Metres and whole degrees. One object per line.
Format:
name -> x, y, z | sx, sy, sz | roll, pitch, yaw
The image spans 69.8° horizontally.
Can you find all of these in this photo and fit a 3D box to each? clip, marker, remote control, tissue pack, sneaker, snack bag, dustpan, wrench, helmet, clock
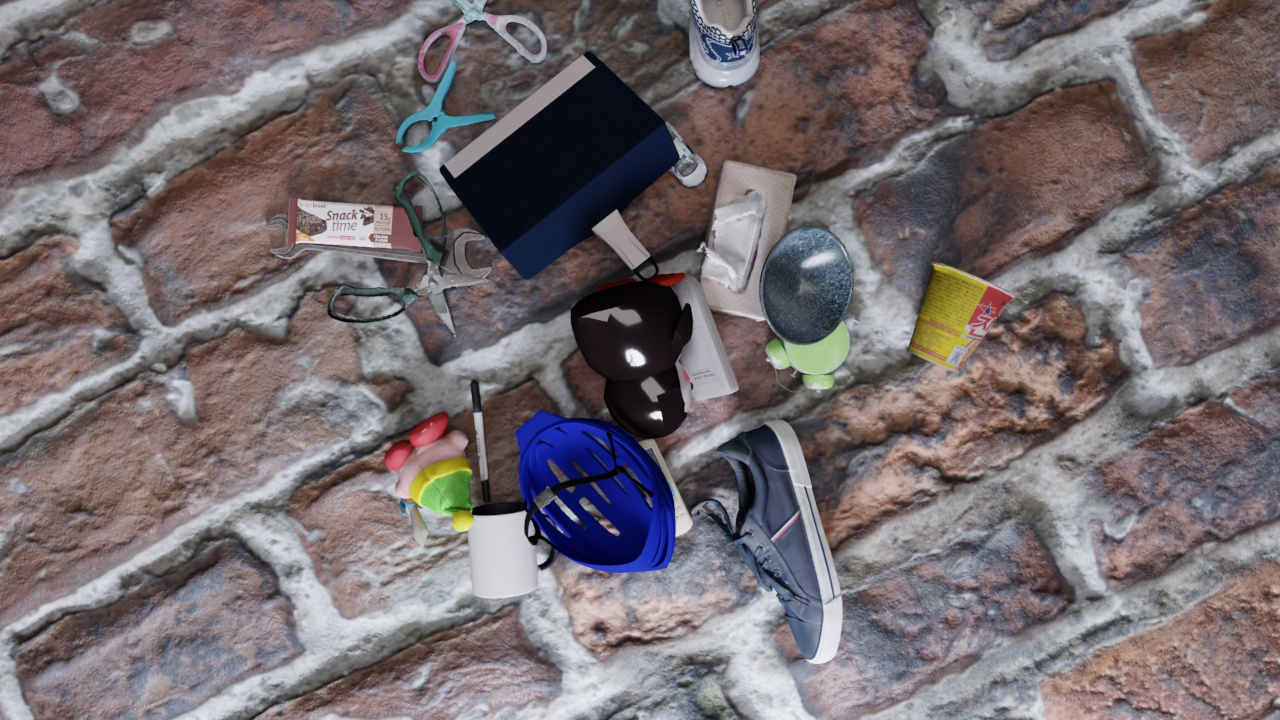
clip -> -0.246, -0.295, 1.092 | 0.116, 0.026, 0.097 | -36, 101, 3
marker -> -0.196, 0.099, 1.122 | 0.011, 0.011, 0.152 | -5, 93, -2
remote control -> 0.024, 0.157, 1.130 | 0.038, 0.018, 0.125 | -25, 92, -1
remote control -> 0.067, -0.028, 1.100 | 0.019, 0.074, 0.151 | -23, 94, -34
tissue pack -> 0.121, -0.144, 1.101 | 0.104, 0.071, 0.181 | 12, 95, -4
sneaker -> 0.150, 0.227, 1.096 | 0.127, 0.121, 0.294 | -15, 90, -14
snack bag -> -0.340, -0.163, 1.094 | 0.158, 0.013, 0.057 | 4, 90, -2
dustpan -> -0.069, -0.199, 1.073 | 0.236, 0.080, 0.273 | -39, 58, -1
sneaker -> 0.088, -0.462, 1.052 | 0.103, 0.132, 0.269 | -10, 91, 0
wrench -> -0.315, -0.137, 1.109 | 0.273, 0.010, 0.070 | 6, 92, -2
helmet -> -0.051, 0.163, 1.023 | 0.148, 0.227, 0.241 | -40, 93, 9
clock -> 0.207, -0.017, 1.119 | 0.094, 0.042, 0.119 | 30, 91, -2

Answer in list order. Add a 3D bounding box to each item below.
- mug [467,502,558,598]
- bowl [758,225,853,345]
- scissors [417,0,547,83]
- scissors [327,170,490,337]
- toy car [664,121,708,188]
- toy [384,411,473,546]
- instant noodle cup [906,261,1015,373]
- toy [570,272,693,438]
mug -> -0.150, 0.223, 1.103 | 0.111, 0.079, 0.097 | -5, 93, -30
bowl -> 0.178, -0.089, 1.070 | 0.136, 0.057, 0.137 | -6, 102, -29
scissors -> -0.193, -0.399, 1.103 | 0.177, 0.013, 0.170 | 27, 89, -2
scissors -> -0.289, -0.111, 1.093 | 0.206, 0.015, 0.202 | -17, 105, 3
toy car -> 0.045, -0.248, 1.110 | 0.038, 0.027, 0.090 | -44, 93, -2
toy -> -0.244, 0.145, 1.079 | 0.124, 0.097, 0.131 | -37, 91, 2
instant noodle cup -> 0.378, -0.048, 1.104 | 0.100, 0.100, 0.112 | 22, 99, -3
toy -> -0.006, 0.006, 1.064 | 0.159, 0.139, 0.184 | -4, 107, 39
